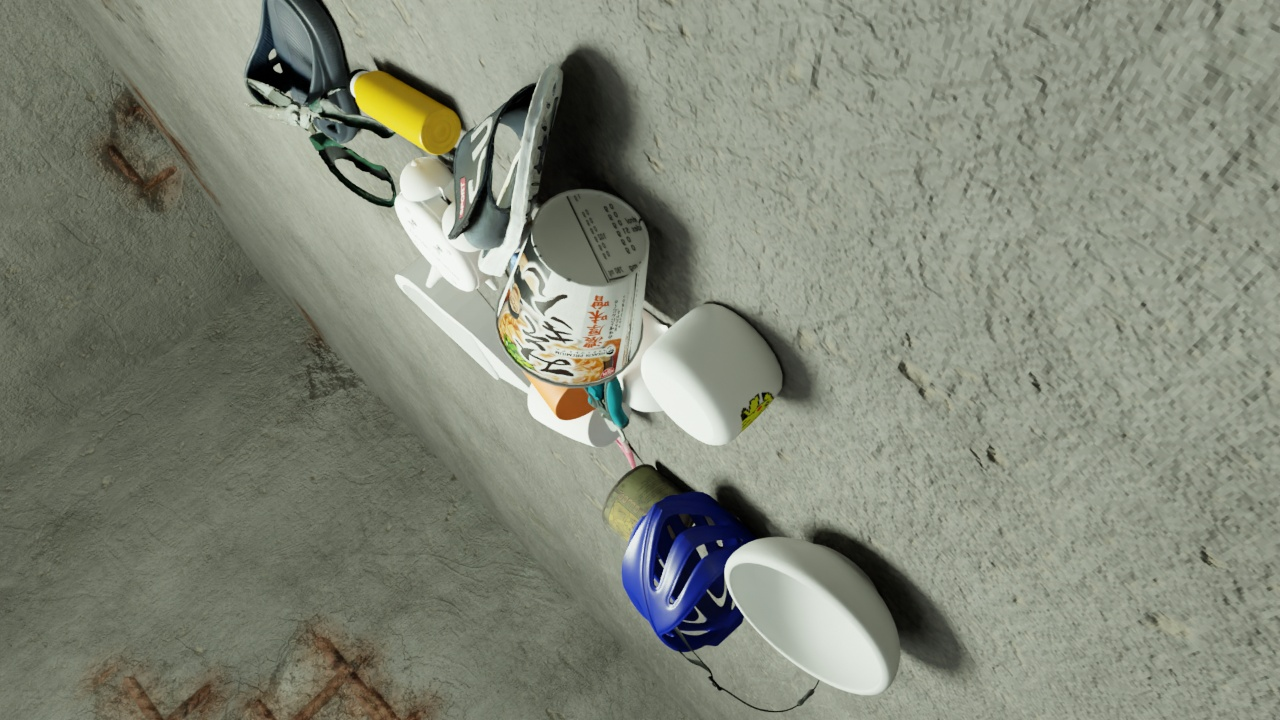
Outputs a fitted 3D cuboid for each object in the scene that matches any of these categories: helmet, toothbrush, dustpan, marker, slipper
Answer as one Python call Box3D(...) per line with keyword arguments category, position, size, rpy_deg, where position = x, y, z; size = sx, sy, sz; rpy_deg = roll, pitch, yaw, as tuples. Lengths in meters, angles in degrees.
Box3D(category="helmet", position=(0.088, 0.254, 0.962), size=(0.228, 0.147, 0.242), rpy_deg=(39, 161, 39))
Box3D(category="toothbrush", position=(-0.022, 0.106, 1.130), size=(0.135, 0.016, 0.022), rpy_deg=(56, 160, -16))
Box3D(category="dustpan", position=(-0.237, -0.032, 1.270), size=(0.192, 0.053, 0.258), rpy_deg=(24, 150, 51))
Box3D(category="marker", position=(-0.227, -0.228, 0.921), size=(0.152, 0.011, 0.011), rpy_deg=(34, 157, 37))
Box3D(category="slipper", position=(-0.372, -0.300, 0.991), size=(0.110, 0.083, 0.269), rpy_deg=(46, 160, 0))
Box3D(category="slipper", position=(-0.109, -0.134, 0.689), size=(0.063, 0.111, 0.264), rpy_deg=(16, 169, -9))

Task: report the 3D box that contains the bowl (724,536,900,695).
Box3D(category="bowl", position=(0.166, 0.221, 0.842), size=(0.176, 0.066, 0.177), rpy_deg=(33, 150, 22))

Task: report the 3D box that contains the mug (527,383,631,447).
Box3D(category="mug", position=(-0.072, 0.041, 0.989), size=(0.088, 0.081, 0.114), rpy_deg=(26, 173, 36))

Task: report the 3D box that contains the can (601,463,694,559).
Box3D(category="can", position=(0.012, 0.179, 1.080), size=(0.074, 0.089, 0.090), rpy_deg=(36, 158, 32))

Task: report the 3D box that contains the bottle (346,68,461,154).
Box3D(category="bottle", position=(-0.224, -0.235, 0.849), size=(0.144, 0.043, 0.043), rpy_deg=(35, 158, 34))

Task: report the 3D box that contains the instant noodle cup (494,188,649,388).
Box3D(category="instant noodle cup", position=(-0.047, -0.060, 0.708), size=(0.123, 0.123, 0.122), rpy_deg=(44, 152, 12))

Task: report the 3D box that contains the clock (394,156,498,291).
Box3D(category="clock", position=(-0.204, -0.132, 0.962), size=(0.125, 0.072, 0.161), rpy_deg=(45, 161, 10))

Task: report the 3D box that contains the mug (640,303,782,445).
Box3D(category="mug", position=(0.052, 0.017, 0.698), size=(0.094, 0.068, 0.116), rpy_deg=(41, 161, 20))

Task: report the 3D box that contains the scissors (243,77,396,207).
Box3D(category="scissors", position=(-0.324, -0.257, 0.939), size=(0.209, 0.015, 0.138), rpy_deg=(34, 131, 0))

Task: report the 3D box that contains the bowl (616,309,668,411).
Box3D(category="bowl", position=(-0.005, 0.005, 0.829), size=(0.114, 0.050, 0.115), rpy_deg=(42, 161, 18))

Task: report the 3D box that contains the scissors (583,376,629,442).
Box3D(category="scissors", position=(-0.035, 0.031, 0.836), size=(0.154, 0.019, 0.126), rpy_deg=(53, 163, -20))

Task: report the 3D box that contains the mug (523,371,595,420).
Box3D(category="mug", position=(-0.069, 0.001, 0.929), size=(0.096, 0.078, 0.112), rpy_deg=(51, -161, 25))

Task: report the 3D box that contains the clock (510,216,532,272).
Box3D(category="clock", position=(-0.085, -0.077, 0.830), size=(0.125, 0.051, 0.089), rpy_deg=(60, 161, 9))
